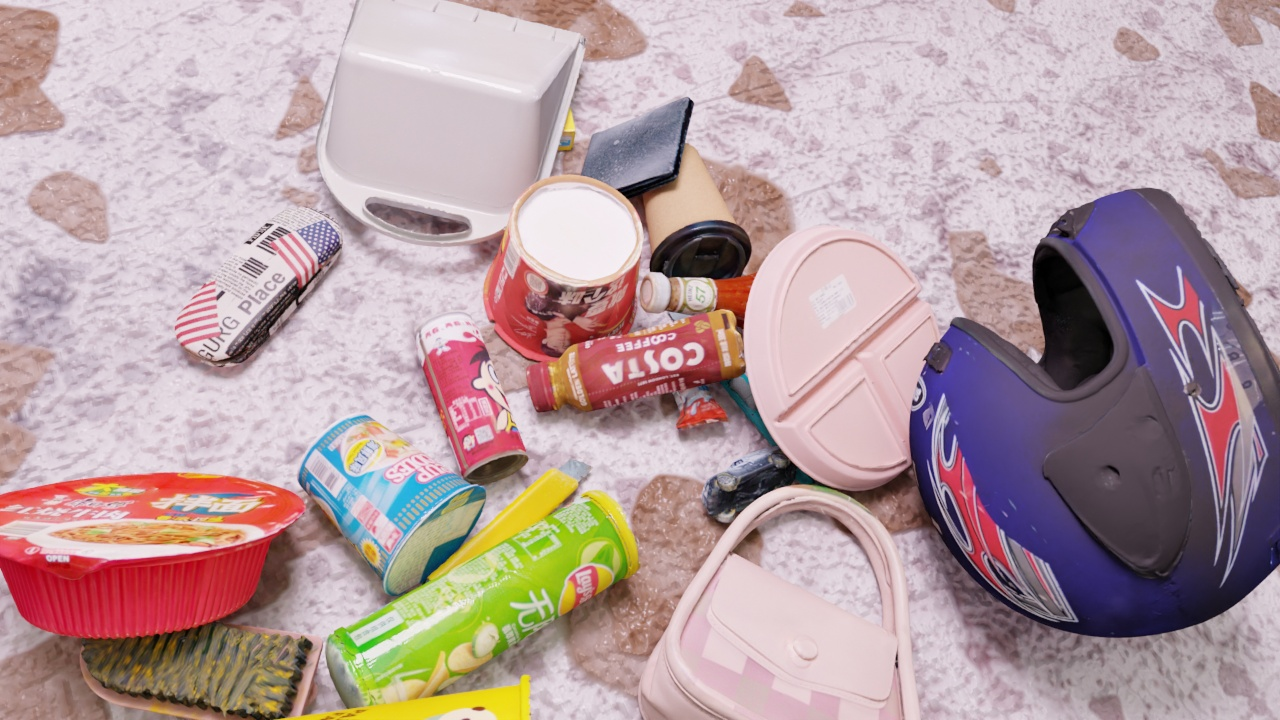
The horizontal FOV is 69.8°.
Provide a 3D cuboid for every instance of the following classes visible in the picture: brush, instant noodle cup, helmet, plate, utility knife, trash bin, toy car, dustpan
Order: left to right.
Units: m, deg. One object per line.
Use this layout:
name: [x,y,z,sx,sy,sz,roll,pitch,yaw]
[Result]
instant noodle cup: [-0.317,0.123,0.584,0.193,0.194,0.066,4,95,-11]
brush: [-0.285,0.200,0.593,0.145,0.073,0.063,10,61,-3]
trash bin: [-0.182,0.296,0.488,0.255,0.230,0.229,-1,63,-7]
instant noodle cup: [-0.185,0.097,0.662,0.110,0.099,0.099,37,60,16]
dustpan: [-0.178,-0.223,0.841,0.222,0.143,0.257,12,32,-7]
utility knife: [-0.100,0.131,0.703,0.171,0.015,0.033,-41,97,-28]
instant noodle cup: [-0.060,-0.079,0.770,0.138,0.109,0.137,5,62,-10]
utility knife: [0.093,0.032,0.801,0.029,0.013,0.218,-32,73,-25]
toy car: [0.088,0.098,0.750,0.090,0.043,0.034,-21,42,-25]
plate: [0.182,-0.006,0.776,0.229,0.028,0.229,7,78,-33]
helmet: [0.327,0.053,0.702,0.241,0.247,0.315,-21,87,10]

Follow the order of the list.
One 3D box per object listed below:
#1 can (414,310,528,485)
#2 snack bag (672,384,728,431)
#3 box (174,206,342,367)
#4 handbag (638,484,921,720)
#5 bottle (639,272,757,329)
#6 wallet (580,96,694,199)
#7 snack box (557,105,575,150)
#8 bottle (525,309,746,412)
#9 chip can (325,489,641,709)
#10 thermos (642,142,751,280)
can: [-0.136,0.029,0.727,0.053,0.053,0.132,-16,67,-20]
snack bag: [0.038,0.013,0.790,0.048,0.026,0.104,-12,67,-12]
box: [-0.307,-0.061,0.748,0.068,0.051,0.163,36,62,-4]
handbag: [0.122,0.197,0.690,0.193,0.094,0.233,27,51,2]
bottle: [0.099,-0.051,0.801,0.205,0.060,0.059,4,61,-23]
wallet: [-0.008,-0.190,0.850,0.019,0.121,0.097,40,50,-41]
snack box: [-0.138,-0.243,0.885,0.140,0.034,0.086,-4,64,-17]
bottle: [-0.004,0.004,0.750,0.175,0.057,0.057,-13,65,0]
chip can: [-0.106,0.170,0.640,0.220,0.073,0.072,-25,71,-28]
thermos: [0.042,-0.129,0.837,0.093,0.093,0.143,-5,55,-16]
